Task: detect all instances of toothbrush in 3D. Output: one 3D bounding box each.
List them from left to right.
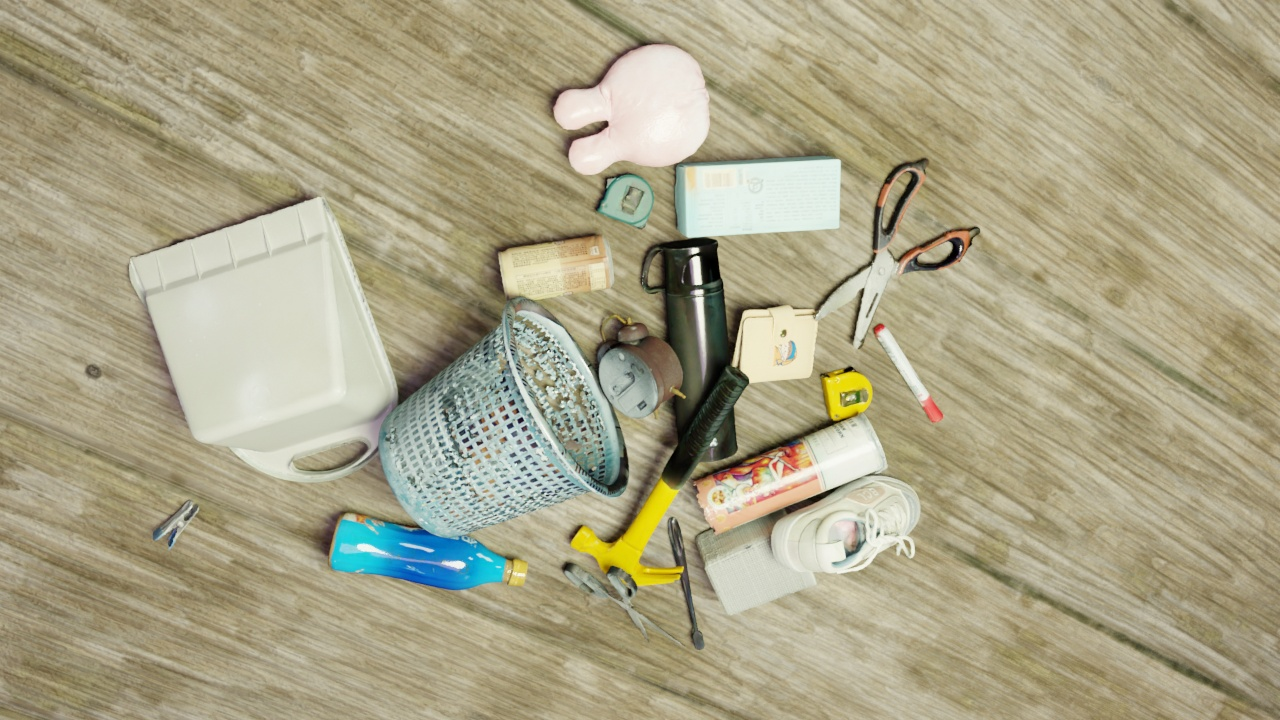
[{"bbox_3d":[0.056,0.274,1.129,0.015,0.018,0.181,-12,106,0],"label":"toothbrush"}]

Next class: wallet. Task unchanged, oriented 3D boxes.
[{"bbox_3d":[0.154,-0.019,1.029,0.115,0.024,0.087,-4,104,-35],"label":"wallet"}]

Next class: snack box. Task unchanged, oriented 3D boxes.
[{"bbox_3d":[0.126,-0.177,0.987,0.175,0.051,0.074,-4,108,-7],"label":"snack box"}]

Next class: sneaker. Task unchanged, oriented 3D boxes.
[{"bbox_3d":[0.262,0.186,1.046,0.241,0.091,0.089,-9,93,-39],"label":"sneaker"}]

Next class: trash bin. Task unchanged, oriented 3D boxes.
[{"bbox_3d":[-0.151,0.077,0.948,0.195,0.226,0.226,-28,109,13],"label":"trash bin"}]

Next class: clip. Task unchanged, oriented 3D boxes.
[{"bbox_3d":[-0.508,0.178,1.008,0.058,0.027,0.043,-46,122,-3],"label":"clip"}]

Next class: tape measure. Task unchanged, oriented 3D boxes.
[{"bbox_3d":[-0.014,-0.172,0.981,0.058,0.025,0.054,18,104,-14],"label":"tape measure"},{"bbox_3d":[0.244,0.039,1.081,0.057,0.029,0.060,-15,108,-5],"label":"tape measure"}]

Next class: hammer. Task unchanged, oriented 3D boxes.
[{"bbox_3d":[0.036,0.134,1.020,0.129,0.032,0.301,31,114,5],"label":"hammer"}]

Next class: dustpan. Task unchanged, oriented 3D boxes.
[{"bbox_3d":[-0.376,-0.001,0.969,0.223,0.142,0.257,-17,79,5],"label":"dustpan"}]

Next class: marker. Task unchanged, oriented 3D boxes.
[{"bbox_3d":[0.319,0.016,1.092,0.017,0.017,0.145,-36,108,3],"label":"marker"}]

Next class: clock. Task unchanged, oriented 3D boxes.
[{"bbox_3d":[-0.006,0.006,1.001,0.122,0.055,0.082,55,137,7],"label":"clock"}]

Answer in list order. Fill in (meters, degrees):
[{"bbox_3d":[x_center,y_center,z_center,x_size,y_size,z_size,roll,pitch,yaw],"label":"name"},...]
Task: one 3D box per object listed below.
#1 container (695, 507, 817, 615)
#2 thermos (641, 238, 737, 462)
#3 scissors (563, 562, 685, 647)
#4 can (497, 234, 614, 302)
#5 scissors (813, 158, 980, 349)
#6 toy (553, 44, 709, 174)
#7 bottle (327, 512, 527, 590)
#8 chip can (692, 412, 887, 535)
[{"bbox_3d":[0.135,0.235,1.092,0.114,0.090,0.090,-24,108,2],"label":"container"},{"bbox_3d":[0.056,-0.011,1.025,0.090,0.068,0.243,0,107,25],"label":"thermos"},{"bbox_3d":[-0.016,0.288,1.090,0.180,0.160,0.014,27,58,5],"label":"scissors"},{"bbox_3d":[-0.089,-0.097,0.974,0.116,0.058,0.058,-9,107,-6],"label":"can"},{"bbox_3d":[0.287,-0.120,1.042,0.227,0.015,0.189,-19,107,-7],"label":"scissors"},{"bbox_3d":[-0.007,-0.254,0.943,0.159,0.054,0.121,-17,101,-4],"label":"toy"},{"bbox_3d":[-0.238,0.224,1.041,0.218,0.065,0.065,14,103,-12],"label":"bottle"},{"bbox_3d":[0.172,0.133,1.067,0.215,0.071,0.071,-23,108,3],"label":"chip can"}]
